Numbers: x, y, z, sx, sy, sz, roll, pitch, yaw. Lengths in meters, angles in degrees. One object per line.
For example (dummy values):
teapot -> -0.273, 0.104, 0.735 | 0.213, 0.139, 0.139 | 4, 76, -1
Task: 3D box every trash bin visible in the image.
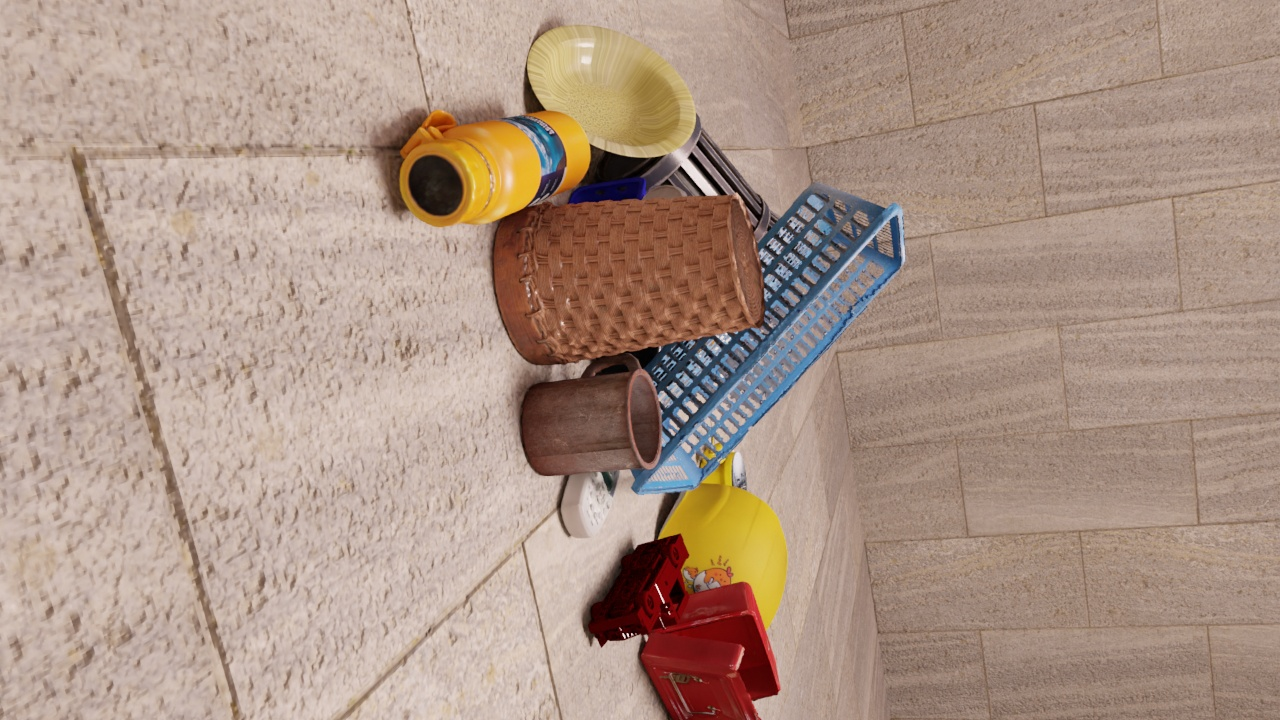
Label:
trash bin -> -0.005, -0.081, 0.828 | 0.151, 0.210, 0.151 | -7, 90, -71
trash bin -> 0.067, -0.177, 1.080 | 0.227, 0.165, 0.163 | 44, 39, -31

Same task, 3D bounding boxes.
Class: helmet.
helmet -> 0.121, 0.273, 1.176 | 0.208, 0.140, 0.240 | -50, 130, -65

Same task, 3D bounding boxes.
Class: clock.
clock -> 0.122, 0.163, 1.343 | 0.083, 0.057, 0.119 | -15, 98, -70

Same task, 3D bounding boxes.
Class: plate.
plate -> -0.034, -0.271, 0.960 | 0.036, 0.184, 0.184 | 126, -24, -51

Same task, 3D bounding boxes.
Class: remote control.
remote control -> -0.049, 0.126, 0.907 | 0.114, 0.028, 0.060 | -67, 145, -57

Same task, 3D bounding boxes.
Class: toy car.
toy car -> 0.006, 0.245, 0.954 | 0.062, 0.070, 0.169 | 67, 22, -9

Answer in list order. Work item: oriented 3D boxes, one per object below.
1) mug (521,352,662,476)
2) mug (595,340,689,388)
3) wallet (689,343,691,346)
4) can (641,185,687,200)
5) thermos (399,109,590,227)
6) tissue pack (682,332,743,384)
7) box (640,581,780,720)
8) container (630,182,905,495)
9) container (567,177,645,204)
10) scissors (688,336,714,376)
mug -> -0.041, 0.045, 0.840 | 0.096, 0.110, 0.122 | 69, 22, -48
mug -> -0.006, 0.006, 1.014 | 0.121, 0.085, 0.094 | -68, 160, 5
wallet -> 0.036, -0.042, 1.188 | 0.131, 0.054, 0.100 | -71, 150, -60
can -> 0.035, -0.133, 0.943 | 0.096, 0.054, 0.054 | 54, 34, -57
thermos -> -0.120, -0.161, 0.752 | 0.232, 0.091, 0.076 | -49, 157, -65
tissue pack -> 0.104, -0.030, 1.351 | 0.209, 0.066, 0.117 | -19, 102, -69
box -> 0.085, 0.346, 1.067 | 0.126, 0.137, 0.157 | -66, 145, -46
container -> 0.119, -0.020, 0.964 | 0.089, 0.362, 0.257 | 44, 7, 16
container -> -0.023, -0.123, 0.987 | 0.084, 0.085, 0.114 | -76, 153, -45
scissors -> 0.092, -0.033, 1.217 | 0.228, 0.016, 0.114 | -33, 106, -67
